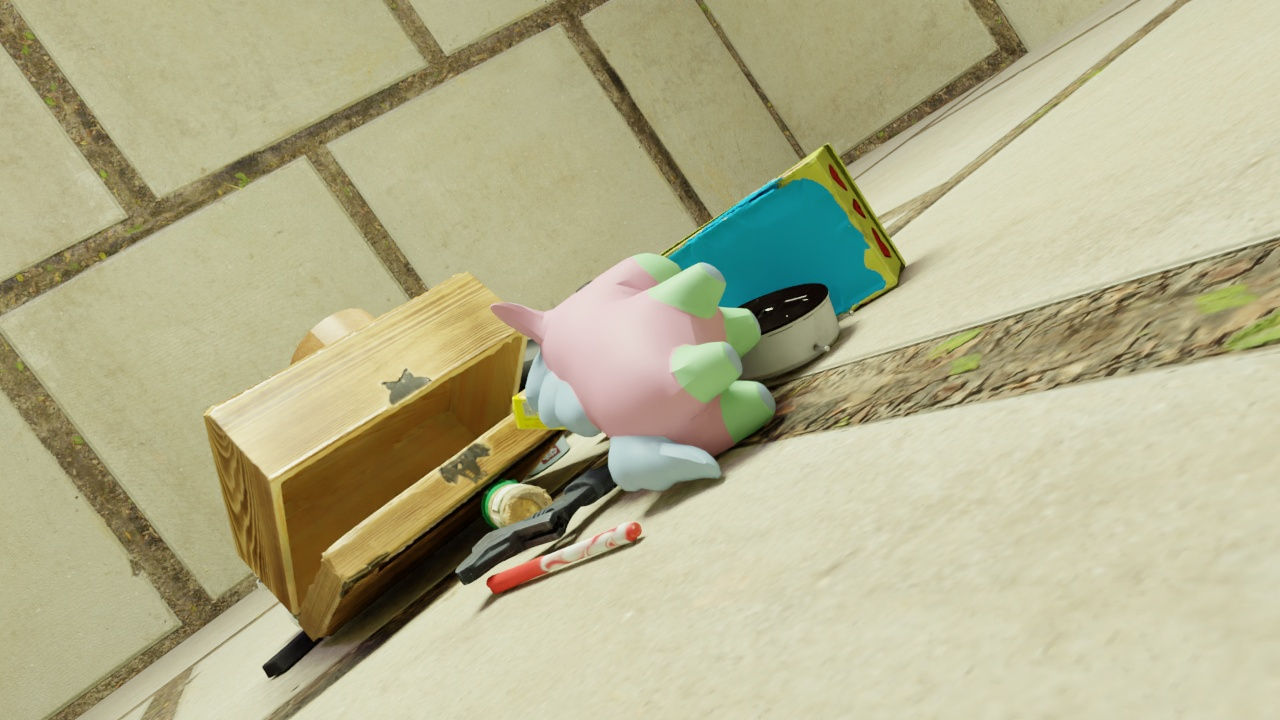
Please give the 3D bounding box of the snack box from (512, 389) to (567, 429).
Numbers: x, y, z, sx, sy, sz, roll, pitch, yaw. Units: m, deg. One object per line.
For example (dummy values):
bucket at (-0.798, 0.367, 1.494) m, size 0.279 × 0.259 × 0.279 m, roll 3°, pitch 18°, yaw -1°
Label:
snack box at (-0.030, 0.036, 0.739) m, size 0.148 × 0.029 × 0.040 m, roll -2°, pitch 18°, yaw 24°

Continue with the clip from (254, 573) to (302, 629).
clip at (-0.350, 0.246, 1.016) m, size 0.152 × 0.101 × 0.126 m, roll -17°, pitch 11°, yaw 24°

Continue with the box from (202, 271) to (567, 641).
box at (-0.217, 0.109, 0.855) m, size 0.278 × 0.192 × 0.252 m, roll -38°, pitch -21°, yaw -37°

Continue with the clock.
clock at (0.085, -0.017, 0.664) m, size 0.123 × 0.035 × 0.094 m, roll -15°, pitch 17°, yaw 35°

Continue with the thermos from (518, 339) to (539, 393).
thermos at (-0.066, 0.000, 1.135) m, size 0.198 × 0.086 × 0.086 m, roll -14°, pitch 6°, yaw 2°

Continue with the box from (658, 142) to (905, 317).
box at (0.089, -0.064, 0.746) m, size 0.221 × 0.124 × 0.079 m, roll -34°, pitch 7°, yaw 25°

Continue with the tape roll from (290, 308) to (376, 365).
tape roll at (-0.274, -0.002, 0.845) m, size 0.093 × 0.027 × 0.094 m, roll -43°, pitch -20°, yaw -21°

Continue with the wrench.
wrench at (-0.012, 0.072, 0.640) m, size 0.272 × 0.022 × 0.073 m, roll -35°, pitch 8°, yaw -28°

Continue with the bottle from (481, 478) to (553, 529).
bottle at (-0.096, 0.114, 0.712) m, size 0.043 × 0.043 × 0.111 m, roll -36°, pitch 6°, yaw -18°

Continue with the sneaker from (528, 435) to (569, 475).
sneaker at (-0.151, 0.079, 1.095) m, size 0.083 × 0.098 × 0.242 m, roll -36°, pitch 5°, yaw -18°

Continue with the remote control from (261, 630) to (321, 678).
remote control at (-0.314, 0.262, 0.906) m, size 0.032 × 0.015 × 0.136 m, roll -32°, pitch 6°, yaw 32°

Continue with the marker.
marker at (-0.048, 0.116, 0.537) m, size 0.143 × 0.013 × 0.012 m, roll -30°, pitch 7°, yaw 42°

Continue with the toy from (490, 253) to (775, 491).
toy at (-0.007, 0.011, 0.594) m, size 0.171 × 0.120 × 0.221 m, roll -28°, pitch 37°, yaw 21°
